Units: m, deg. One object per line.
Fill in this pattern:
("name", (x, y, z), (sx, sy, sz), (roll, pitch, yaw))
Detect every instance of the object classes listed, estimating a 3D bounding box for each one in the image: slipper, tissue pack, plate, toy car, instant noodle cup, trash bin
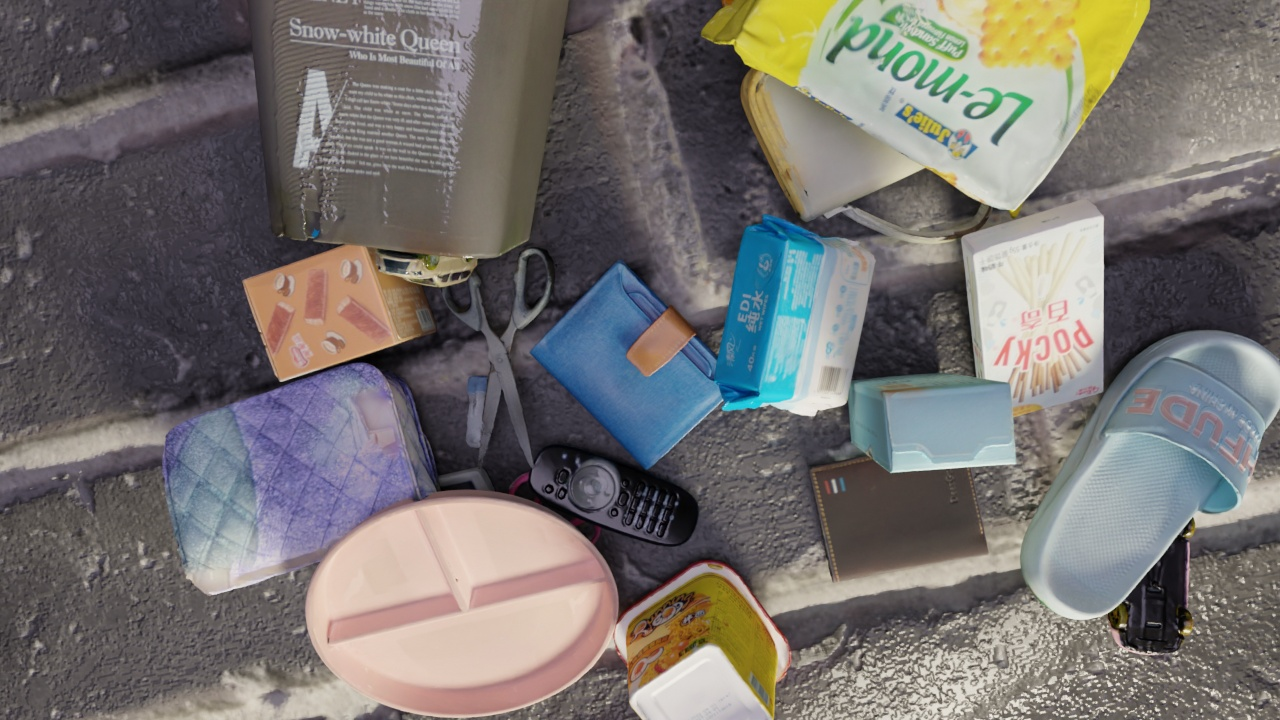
("slipper", (0.362, 0.077, 0.641), (0.104, 0.074, 0.245), (41, 83, -2))
("tissue pack", (0.107, -0.029, 0.659), (0.089, 0.063, 0.140), (5, 98, -32))
("plate", (-0.132, 0.186, 0.694), (0.229, 0.028, 0.230), (-3, 121, -6))
("toy car", (0.381, 0.158, 0.689), (0.056, 0.037, 0.122), (5, 85, 3))
("instant noodle cup", (0.045, 0.230, 0.680), (0.116, 0.123, 0.116), (-36, 94, 8))
("toy car", (-0.152, -0.071, 0.658), (0.042, 0.090, 0.035), (10, 103, 18))
("trash bin", (-0.150, -0.191, 0.612), (0.199, 0.198, 0.220), (7, 104, 3))

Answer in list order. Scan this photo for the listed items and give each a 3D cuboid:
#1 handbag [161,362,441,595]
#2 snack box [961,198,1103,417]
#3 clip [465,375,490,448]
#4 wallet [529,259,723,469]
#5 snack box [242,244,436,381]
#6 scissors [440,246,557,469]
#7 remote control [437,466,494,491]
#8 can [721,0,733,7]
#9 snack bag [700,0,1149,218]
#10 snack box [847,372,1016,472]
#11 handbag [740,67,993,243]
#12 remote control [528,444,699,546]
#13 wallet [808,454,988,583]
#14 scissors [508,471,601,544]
("handbag", (-0.256, 0.088, 0.702), (0.194, 0.075, 0.134), (-18, 79, 6))
("snack box", (0.275, -0.030, 0.639), (0.085, 0.026, 0.157), (-17, 126, 7))
("clip", (-0.126, 0.040, 0.722), (0.024, 0.029, 0.057), (6, 91, 2))
("wallet", (-0.004, 0.004, 0.699), (0.106, 0.040, 0.133), (-44, 92, 13))
("snack box", (-0.219, -0.039, 0.680), (0.094, 0.092, 0.077), (-18, 95, 7))
("scissors", (-0.107, -0.009, 0.700), (0.173, 0.014, 0.159), (45, 104, 12))
("remote control", (-0.188, 0.128, 0.736), (0.150, 0.021, 0.058), (-13, 96, 7))
("can", (0.073, -0.319, 0.638), (0.058, 0.058, 0.146), (-11, 96, 6))
("snack bag", (0.182, -0.212, 0.573), (0.246, 0.068, 0.158), (27, 104, -12))
("snack box", (0.188, 0.038, 0.618), (0.074, 0.174, 0.051), (-4, 91, 5))
("handbag", (0.174, -0.159, 0.654), (0.163, 0.063, 0.179), (-25, 103, 7))
("remote control", (-0.021, 0.105, 0.714), (0.136, 0.024, 0.053), (22, 84, -6))
("wallet", (0.198, 0.115, 0.707), (0.122, 0.020, 0.096), (-12, 96, 4))
("scissors", (-0.086, 0.157, 0.728), (0.105, 0.017, 0.136), (20, 96, -13))
